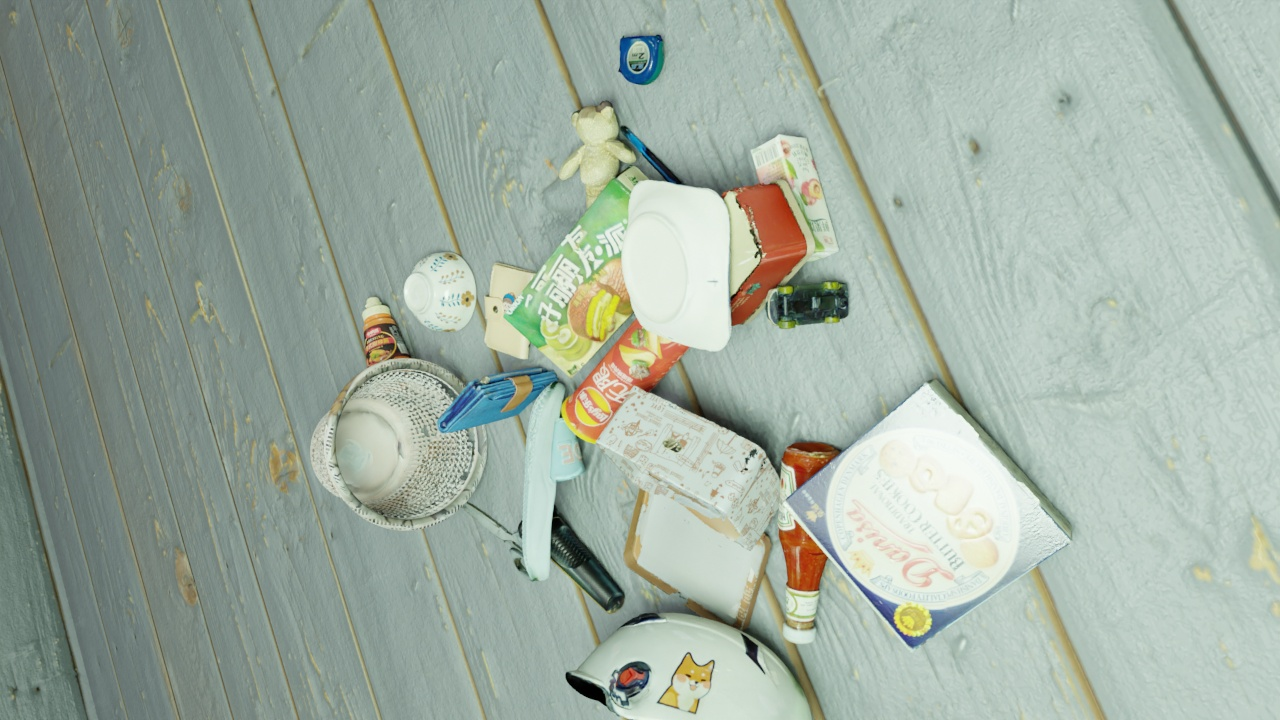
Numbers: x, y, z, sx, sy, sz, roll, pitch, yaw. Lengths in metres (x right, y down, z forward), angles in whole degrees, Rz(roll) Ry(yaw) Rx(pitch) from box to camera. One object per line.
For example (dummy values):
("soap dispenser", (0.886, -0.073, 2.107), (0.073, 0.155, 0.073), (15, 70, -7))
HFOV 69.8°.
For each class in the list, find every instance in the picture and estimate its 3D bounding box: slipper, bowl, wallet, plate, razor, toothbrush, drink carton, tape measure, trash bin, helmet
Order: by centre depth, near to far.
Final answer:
("plate", (0.026, -0.094, 0.915), (0.164, 0.034, 0.164), (21, 119, 50))
("drink carton", (0.153, -0.159, 0.918), (0.046, 0.053, 0.122), (-19, 84, 43))
("helmet", (0.069, 0.355, 0.968), (0.274, 0.230, 0.156), (26, 69, 35))
("tape measure", (0.002, -0.339, 1.036), (0.058, 0.025, 0.054), (14, 106, 41))
("toothbrush", (0.033, -0.208, 1.037), (0.189, 0.016, 0.014), (51, 132, 26))
("slipper", (-0.105, 0.145, 1.125), (0.104, 0.074, 0.245), (128, 146, -74))
("wallet", (-0.179, 0.050, 1.160), (0.107, 0.132, 0.040), (-40, 74, 36))
("razor", (-0.085, 0.255, 1.167), (0.167, 0.062, 0.068), (42, 149, 21))
("wallet", (-0.175, -0.067, 1.213), (0.087, 0.024, 0.115), (18, 108, 37))
("bowl", (-0.287, -0.094, 1.275), (0.114, 0.062, 0.113), (5, 99, 37))
("trash bin", (-0.357, 0.121, 1.278), (0.193, 0.227, 0.227), (-12, 87, 52))

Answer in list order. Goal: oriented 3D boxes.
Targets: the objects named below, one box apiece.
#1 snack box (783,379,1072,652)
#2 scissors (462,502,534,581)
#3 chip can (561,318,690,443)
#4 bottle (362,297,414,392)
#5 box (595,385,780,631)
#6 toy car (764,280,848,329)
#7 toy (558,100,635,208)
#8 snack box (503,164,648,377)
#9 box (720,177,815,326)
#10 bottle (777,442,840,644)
("snack box", (0.258, 0.142, 0.839), (0.183, 0.045, 0.178), (-45, 77, 21))
("scissors", (-0.195, 0.248, 1.273), (0.175, 0.014, 0.135), (-15, 85, 39))
("chip can", (-0.006, 0.006, 1.054), (0.217, 0.073, 0.073), (-48, 66, 32))
("bottle", (-0.382, -0.027, 1.363), (0.067, 0.066, 0.149), (-34, 67, 36))
("box", (0.058, 0.162, 1.010), (0.179, 0.125, 0.274), (26, 139, 33))
("toy car", (0.162, -0.055, 0.901), (0.035, 0.090, 0.042), (-171, 75, -66))
("toy", (-0.042, -0.218, 1.067), (0.105, 0.066, 0.157), (-2, 101, 38))
("snack box", (-0.046, -0.098, 1.055), (0.114, 0.063, 0.241), (43, 123, -3))
("box", (0.090, -0.099, 0.912), (0.091, 0.079, 0.169), (68, 154, 17))
("bottle", (0.170, 0.188, 0.942), (0.060, 0.059, 0.206), (10, 101, 38))
